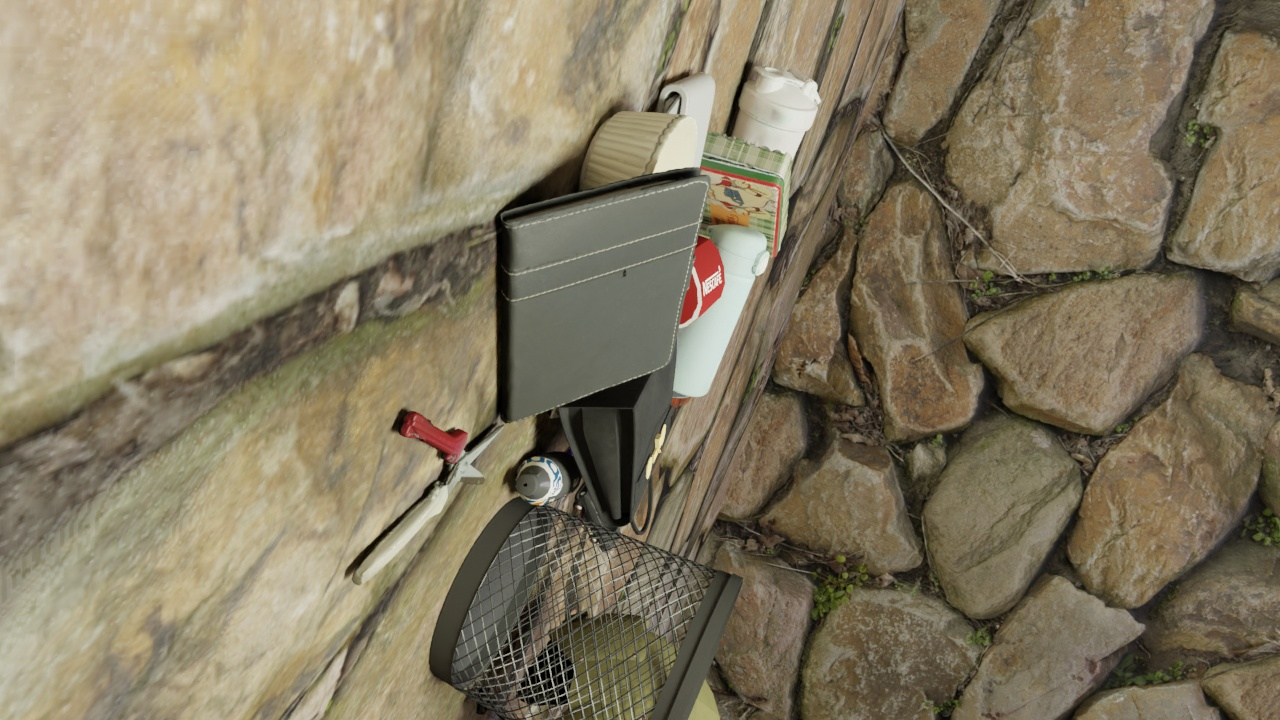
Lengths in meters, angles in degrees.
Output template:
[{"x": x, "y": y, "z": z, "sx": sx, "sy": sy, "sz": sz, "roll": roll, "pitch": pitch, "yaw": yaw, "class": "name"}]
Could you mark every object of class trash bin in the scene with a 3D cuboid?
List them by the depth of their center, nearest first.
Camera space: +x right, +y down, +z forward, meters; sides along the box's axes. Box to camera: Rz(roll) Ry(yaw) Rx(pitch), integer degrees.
[{"x": -0.050, "y": 0.260, "z": 0.868, "sx": 0.217, "sy": 0.227, "sz": 0.217, "roll": 23, "pitch": 89, "yaw": -78, "class": "trash bin"}]

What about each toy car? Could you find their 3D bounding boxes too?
[{"x": -0.049, "y": 0.192, "z": 1.138, "sx": 0.040, "sy": 0.037, "sz": 0.092, "roll": -50, "pitch": 126, "yaw": -50, "class": "toy car"}]

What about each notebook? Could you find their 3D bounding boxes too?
[{"x": -0.031, "y": -0.048, "z": 0.707, "sx": 0.169, "sy": 0.029, "sz": 0.210, "roll": -20, "pitch": 146, "yaw": -25, "class": "notebook"}]

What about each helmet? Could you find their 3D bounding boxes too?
[{"x": -0.042, "y": 0.402, "z": 1.035, "sx": 0.232, "sy": 0.256, "sz": 0.251, "roll": -58, "pitch": 168, "yaw": -22, "class": "helmet"}]

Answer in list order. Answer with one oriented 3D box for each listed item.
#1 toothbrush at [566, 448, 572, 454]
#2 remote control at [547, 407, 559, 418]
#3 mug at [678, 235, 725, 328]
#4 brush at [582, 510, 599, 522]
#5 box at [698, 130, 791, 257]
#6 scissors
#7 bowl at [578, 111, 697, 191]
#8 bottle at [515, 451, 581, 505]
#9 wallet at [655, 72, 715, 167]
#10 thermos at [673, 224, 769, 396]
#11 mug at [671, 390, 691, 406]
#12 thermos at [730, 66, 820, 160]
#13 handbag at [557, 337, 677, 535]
[{"x": -0.046, "y": 0.082, "z": 1.073, "sx": 0.186, "sy": 0.016, "sz": 0.015, "roll": -37, "pitch": 141, "yaw": -67, "class": "toothbrush"}, {"x": -0.062, "y": -0.005, "z": 0.864, "sx": 0.028, "sy": 0.012, "sz": 0.124, "roll": 1, "pitch": 111, "yaw": -77, "class": "remote control"}, {"x": 0.037, "y": -0.100, "z": 0.981, "sx": 0.096, "sy": 0.081, "sz": 0.116, "roll": -42, "pitch": 122, "yaw": -63, "class": "mug"}, {"x": -0.010, "y": 0.135, "z": 1.254, "sx": 0.089, "sy": 0.043, "sz": 0.228, "roll": 99, "pitch": 18, "yaw": -46, "class": "brush"}, {"x": 0.110, "y": -0.185, "z": 1.045, "sx": 0.205, "sy": 0.118, "sz": 0.050, "roll": 68, "pitch": 44, "yaw": -75, "class": "box"}, {"x": -0.148, "y": 0.087, "z": 0.655, "sx": 0.199, "sy": 0.015, "sz": 0.178, "roll": 93, "pitch": 22, "yaw": -58, "class": "scissors"}, {"x": -0.005, "y": -0.149, "z": 0.737, "sx": 0.115, "sy": 0.062, "sz": 0.115, "roll": 23, "pitch": 89, "yaw": -78, "class": "bowl"}, {"x": -0.090, "y": 0.112, "z": 0.870, "sx": 0.112, "sy": 0.047, "sz": 0.047, "roll": 1, "pitch": 110, "yaw": -77, "class": "bottle"}, {"x": 0.032, "y": -0.203, "z": 0.862, "sx": 0.115, "sy": 0.037, "sz": 0.119, "roll": -48, "pitch": 153, "yaw": -58, "class": "wallet"}, {"x": 0.084, "y": -0.060, "z": 1.069, "sx": 0.065, "sy": 0.078, "sz": 0.207, "roll": -17, "pitch": 133, "yaw": -54, "class": "thermos"}, {"x": 0.052, "y": -0.014, "z": 1.205, "sx": 0.117, "sy": 0.081, "sz": 0.111, "roll": -82, "pitch": -171, "yaw": -56, "class": "mug"}, {"x": 0.148, "y": -0.254, "z": 1.146, "sx": 0.099, "sy": 0.099, "sz": 0.221, "roll": -50, "pitch": 163, "yaw": -54, "class": "thermos"}, {"x": -0.007, "y": 0.090, "z": 0.924, "sx": 0.175, "sy": 0.072, "sz": 0.196, "roll": -61, "pitch": 148, "yaw": -60, "class": "handbag"}]
